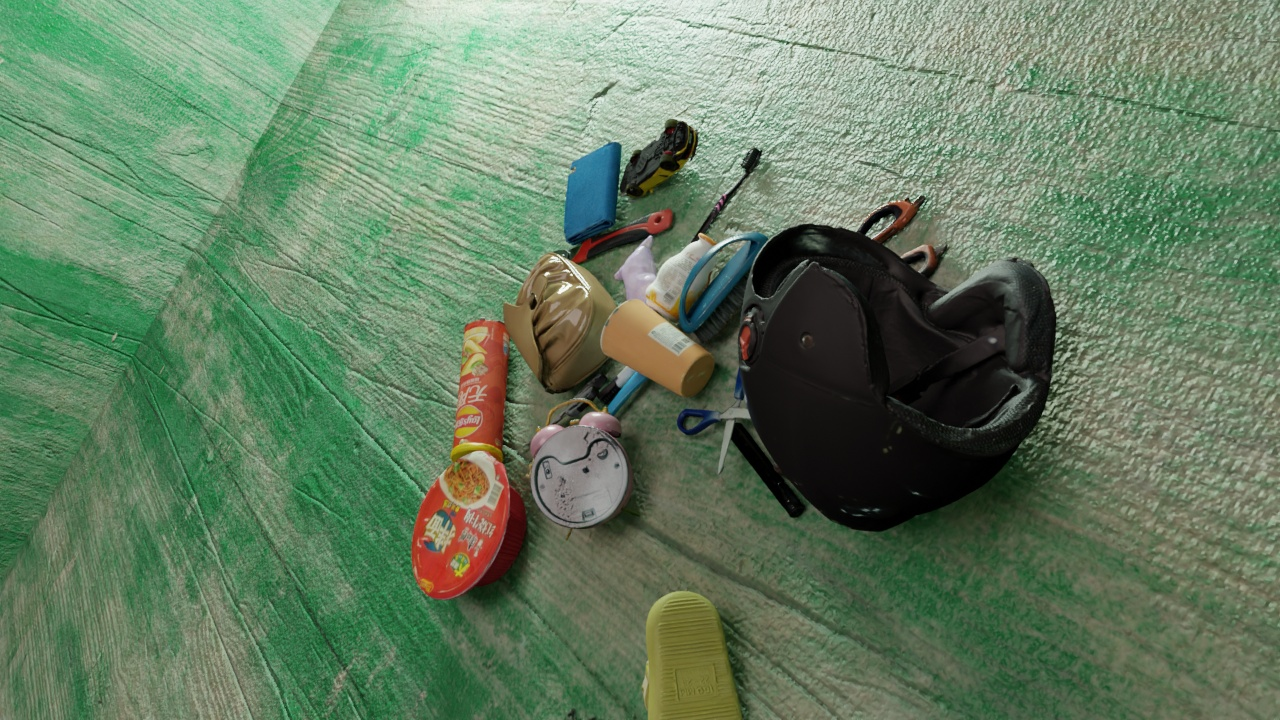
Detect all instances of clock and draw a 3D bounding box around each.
[{"bbox_3d":[-0.068,0.120,1.068,0.117,0.060,0.158,-19,74,10],"label":"clock"}]

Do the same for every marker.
[{"bbox_3d":[-0.007,0.007,1.143,0.131,0.022,0.018,-46,70,17],"label":"marker"},{"bbox_3d":[0.127,0.110,0.946,0.020,0.022,0.132,-23,42,-11],"label":"marker"}]

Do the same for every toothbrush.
[{"bbox_3d":[0.094,-0.190,1.163,0.189,0.017,0.014,-54,39,8],"label":"toothbrush"}]

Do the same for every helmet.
[{"bbox_3d":[0.196,0.006,0.779,0.274,0.233,0.231,58,140,42],"label":"helmet"}]

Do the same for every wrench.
[{"bbox_3d":[-0.061,-0.159,1.300,0.274,0.016,0.056,-19,54,37],"label":"wrench"}]

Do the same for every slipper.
[{"bbox_3d":[0.044,0.319,0.873,0.082,0.091,0.190,114,155,-66],"label":"slipper"}]

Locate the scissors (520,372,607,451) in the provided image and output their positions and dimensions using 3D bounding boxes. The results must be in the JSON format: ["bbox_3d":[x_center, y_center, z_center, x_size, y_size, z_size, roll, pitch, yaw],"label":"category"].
[{"bbox_3d":[-0.108,0.078,1.182,0.174,0.014,0.136,-45,11,1],"label":"scissors"}]

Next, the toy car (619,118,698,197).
[{"bbox_3d":[0.023,-0.273,1.260,0.156,0.041,0.071,-26,50,52],"label":"toy car"}]

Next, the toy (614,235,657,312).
[{"bbox_3d":[-0.002,-0.098,1.187,0.084,0.039,0.108,-45,45,37],"label":"toy"}]

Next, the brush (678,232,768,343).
[{"bbox_3d":[0.094,-0.091,1.056,0.144,0.073,0.055,-49,17,9],"label":"brush"}]

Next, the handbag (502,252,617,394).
[{"bbox_3d":[-0.113,-0.056,1.227,0.148,0.099,0.204,-54,37,11],"label":"handbag"}]

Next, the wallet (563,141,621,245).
[{"bbox_3d":[-0.070,-0.241,1.335,0.107,0.040,0.133,-18,59,45],"label":"wallet"}]

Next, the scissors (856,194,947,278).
[{"bbox_3d":[0.222,-0.103,0.985,0.215,0.015,0.196,-57,41,5],"label":"scissors"}]

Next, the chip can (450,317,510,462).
[{"bbox_3d":[-0.224,0.046,1.301,0.073,0.073,0.216,-26,50,33],"label":"chip can"}]

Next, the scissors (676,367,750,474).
[{"bbox_3d":[0.094,0.054,0.997,0.163,0.012,0.172,-26,37,44],"label":"scissors"}]

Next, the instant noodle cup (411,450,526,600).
[{"bbox_3d":[-0.213,0.219,1.191,0.194,0.065,0.193,-24,52,35],"label":"instant noodle cup"}]

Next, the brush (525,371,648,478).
[{"bbox_3d":[-0.046,0.074,1.129,0.255,0.046,0.083,-47,38,7],"label":"brush"}]

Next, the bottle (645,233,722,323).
[{"bbox_3d":[0.055,-0.101,1.112,0.108,0.063,0.063,-55,41,6],"label":"bottle"}]

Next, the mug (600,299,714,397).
[{"bbox_3d":[0.023,-0.011,1.070,0.123,0.078,0.078,33,92,32],"label":"mug"}]

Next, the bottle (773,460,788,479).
[{"bbox_3d":[0.179,0.024,0.930,0.080,0.044,0.194,-11,59,39],"label":"bottle"}]
